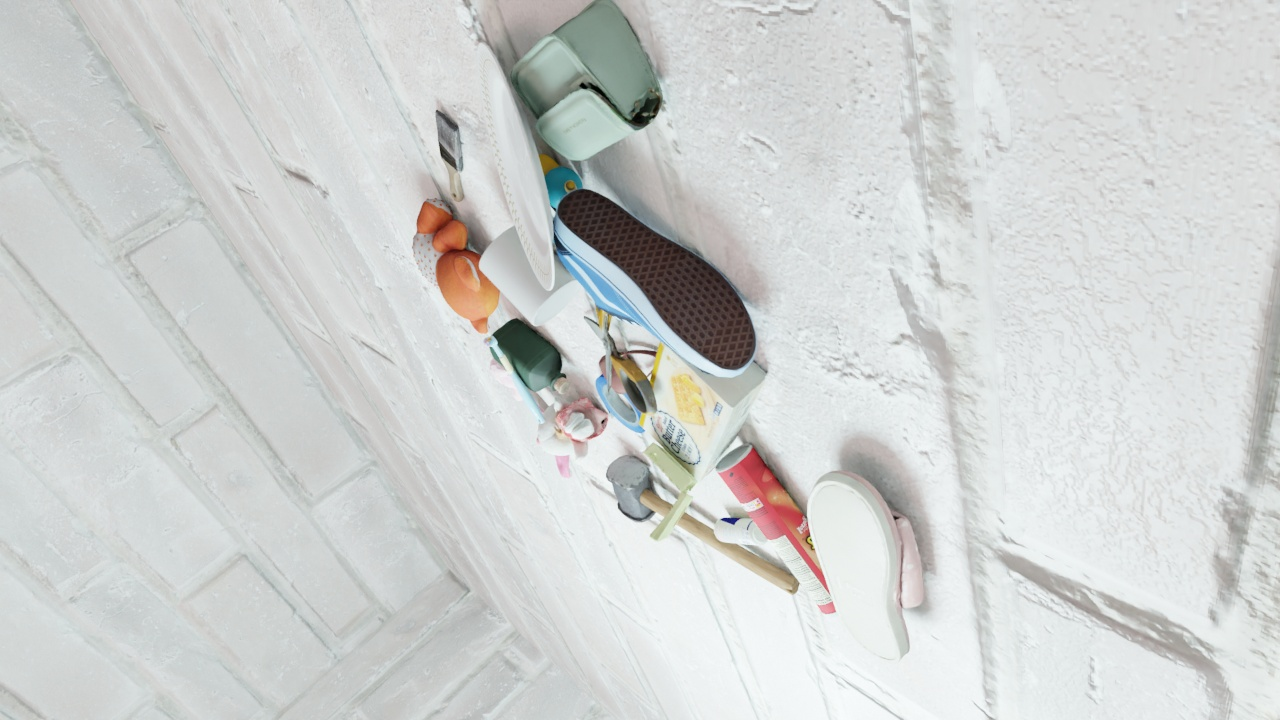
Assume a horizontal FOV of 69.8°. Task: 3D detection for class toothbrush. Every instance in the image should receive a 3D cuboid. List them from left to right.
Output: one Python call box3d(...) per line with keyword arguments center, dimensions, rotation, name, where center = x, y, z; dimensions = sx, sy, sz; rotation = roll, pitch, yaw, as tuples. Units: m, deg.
box3d(center=(-0.174, 0.029, 1.284), dimensions=(0.022, 0.016, 0.155), rotation=(-16, 121, 25), name="toothbrush")

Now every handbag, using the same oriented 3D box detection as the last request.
box3d(center=(-0.047, -0.231, 0.777), dimensions=(0.106, 0.067, 0.122), rotation=(55, 156, -14), name="handbag")
box3d(center=(-0.007, 0.006, 1.110), dimensions=(0.055, 0.029, 0.120), rotation=(58, 150, -5), name="handbag")

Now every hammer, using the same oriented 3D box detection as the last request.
box3d(center=(0.081, 0.234, 1.267), dimensions=(0.329, 0.052, 0.098), rotation=(27, 147, 36), name="hammer")

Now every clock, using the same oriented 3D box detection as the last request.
box3d(center=(-0.089, -0.169, 0.974), dimensions=(0.129, 0.043, 0.099), rotation=(42, 156, 34), name="clock")

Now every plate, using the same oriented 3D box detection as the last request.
box3d(center=(-0.117, -0.187, 0.898), dimensions=(0.243, 0.016, 0.242), rotation=(162, 91, -78), name="plate")

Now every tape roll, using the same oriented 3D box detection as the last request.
box3d(center=(-0.021, 0.054, 1.209), dimensions=(0.093, 0.016, 0.091), rotation=(21, 143, 47), name="tape roll")

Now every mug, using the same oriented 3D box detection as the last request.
box3d(center=(-0.129, -0.101, 1.112), dimensions=(0.097, 0.078, 0.112), rotation=(46, -176, 9), name="mug")

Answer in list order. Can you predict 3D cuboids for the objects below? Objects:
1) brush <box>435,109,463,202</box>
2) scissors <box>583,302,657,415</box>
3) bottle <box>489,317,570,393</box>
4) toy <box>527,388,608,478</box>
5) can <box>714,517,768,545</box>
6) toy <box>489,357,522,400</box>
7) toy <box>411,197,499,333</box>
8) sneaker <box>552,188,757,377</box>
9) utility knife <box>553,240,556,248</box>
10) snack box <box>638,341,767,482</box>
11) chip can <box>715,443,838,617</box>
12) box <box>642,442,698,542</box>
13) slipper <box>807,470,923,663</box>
box3d(center=(-0.236, -0.249, 1.145), dimensions=(0.039, 0.012, 0.151), rotation=(42, 155, 16), name="brush")
box3d(center=(-0.032, -0.029, 1.045), dimensions=(0.225, 0.016, 0.230), rotation=(-131, 29, -55), name="scissors")
box3d(center=(-0.151, 0.003, 1.305), dimensions=(0.131, 0.061, 0.061), rotation=(37, 156, 26), name="bottle")
box3d(center=(-0.110, 0.100, 1.354), dimensions=(0.195, 0.084, 0.159), rotation=(-13, 101, 65), name="toy")
box3d(center=(0.129, 0.216, 1.164), dimensions=(0.032, 0.032, 0.095), rotation=(54, 156, -9), name="can")
box3d(center=(-0.206, 0.021, 1.450), dimensions=(0.063, 0.047, 0.110), rotation=(50, 167, 20), name="toy")
box3d(center=(-0.246, -0.126, 1.265), dimensions=(0.172, 0.092, 0.164), rotation=(48, 157, 36), name="toy")
box3d(center=(0.011, -0.064, 0.893), dimensions=(0.241, 0.083, 0.098), rotation=(41, 156, 13), name="sneaker")
box3d(center=(-0.116, -0.168, 1.049), dimensions=(0.162, 0.015, 0.022), rotation=(55, 156, -15), name="utility knife")
box3d(center=(0.062, 0.044, 1.001), dimensions=(0.104, 0.057, 0.208), rotation=(43, 155, 16), name="snack box")
box3d(center=(0.167, 0.192, 1.040), dimensions=(0.214, 0.051, 0.052), rotation=(53, 156, -7), name="chip can")
box3d(center=(0.040, 0.160, 1.127), dimensions=(0.188, 0.066, 0.127), rotation=(60, -151, -78), name="box")
box3d(center=(0.236, 0.208, 0.940), dimensions=(0.114, 0.054, 0.275), rotation=(26, 144, 43), name="slipper")
